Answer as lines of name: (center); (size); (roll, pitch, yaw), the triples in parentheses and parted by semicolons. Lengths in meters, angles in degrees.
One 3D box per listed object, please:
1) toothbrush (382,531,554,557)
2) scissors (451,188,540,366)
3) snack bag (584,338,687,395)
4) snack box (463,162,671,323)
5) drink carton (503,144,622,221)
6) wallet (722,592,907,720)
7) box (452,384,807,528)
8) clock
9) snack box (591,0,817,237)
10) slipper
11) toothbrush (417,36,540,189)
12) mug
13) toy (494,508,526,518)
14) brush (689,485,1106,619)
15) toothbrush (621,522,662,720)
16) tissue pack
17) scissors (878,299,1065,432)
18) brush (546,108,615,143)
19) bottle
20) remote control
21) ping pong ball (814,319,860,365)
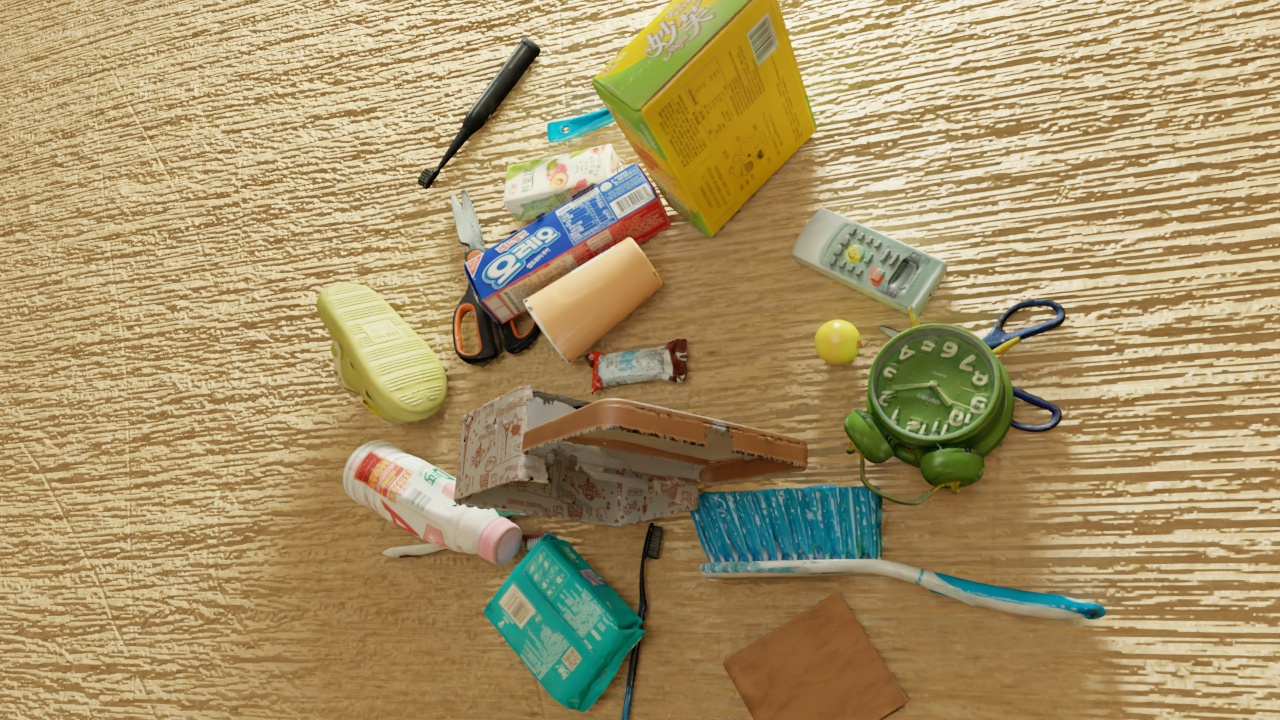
toothbrush: (-0.168, 0.182, 0.888); (0.188, 0.016, 0.017); (-9, 77, 18)
scissors: (-0.159, -0.101, 0.993); (0.148, 0.022, 0.234); (-1, 65, 14)
snack bag: (-0.005, 0.005, 0.882); (0.105, 0.026, 0.045); (-8, 64, 18)
snack box: (-0.075, -0.117, 0.928); (0.207, 0.058, 0.057); (-30, 62, 2)
drink carton: (-0.081, -0.187, 0.976); (0.123, 0.045, 0.053); (-9, 62, 18)
wallet: (0.138, 0.258, 0.733); (0.115, 0.020, 0.101); (-32, 61, 4)
box: (-0.017, 0.072, 0.718); (0.260, 0.176, 0.082); (-24, 59, 54)
clock: (0.232, 0.041, 0.740); (0.116, 0.056, 0.161); (20, 76, 31)
snack box: (0.067, -0.231, 0.840); (0.157, 0.210, 0.070); (-45, 60, -1)
slipper: (-0.280, 0.000, 0.974); (0.190, 0.091, 0.082); (50, 131, 21)
toothbrush: (-0.190, -0.286, 1.069); (0.027, 0.026, 0.212); (36, 87, 16)
mug: (-0.043, -0.063, 0.900); (0.123, 0.078, 0.078); (-36, 61, 0)
toy: (-0.130, 0.116, 0.889); (0.092, 0.030, 0.096); (42, 100, 31)
brush: (0.193, 0.153, 0.736); (0.315, 0.060, 0.109); (-6, 74, 17)
toothbrush: (0.000, 0.236, 0.800); (0.016, 0.014, 0.189); (9, 73, -2)
tissue pack: (-0.066, 0.227, 0.803); (0.133, 0.050, 0.093); (41, 97, 30)
scissors: (0.284, 0.001, 0.776); (0.174, 0.012, 0.162); (-40, 60, 6)
brush: (0.014, -0.279, 0.981); (0.255, 0.046, 0.083); (-13, 70, 21)
bottle: (-0.198, 0.138, 0.880); (0.197, 0.068, 0.068); (20, 79, 30)
remote control: (0.206, -0.091, 0.838); (0.135, 0.019, 0.056); (32, 85, 29)
ping pong ball: (0.174, -0.016, 0.810); (0.040, 0.040, 0.040); (-8, 68, 19)
